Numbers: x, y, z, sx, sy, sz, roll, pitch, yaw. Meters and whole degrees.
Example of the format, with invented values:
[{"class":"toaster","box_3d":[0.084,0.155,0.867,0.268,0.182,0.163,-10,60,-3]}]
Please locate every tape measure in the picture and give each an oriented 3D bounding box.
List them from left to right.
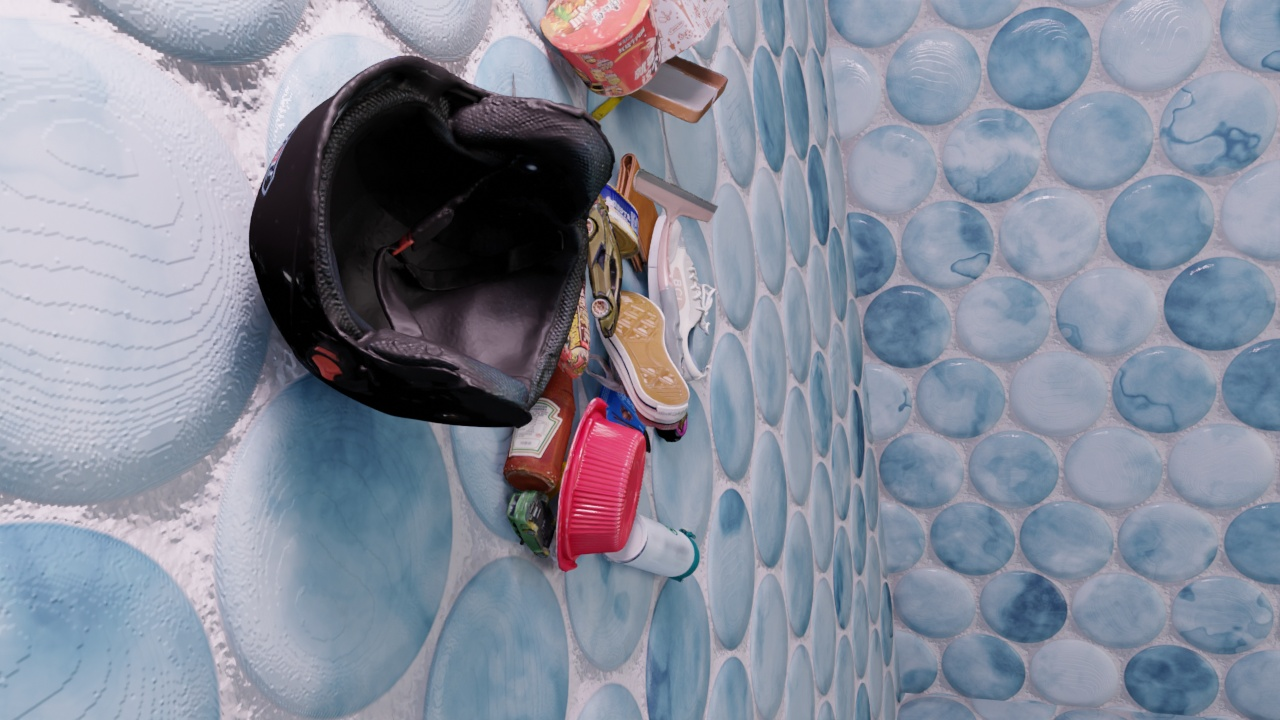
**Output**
[{"class":"tape measure","box_3d":[0.046,0.086,1.329,0.057,0.039,0.057,56,37,-49]}]

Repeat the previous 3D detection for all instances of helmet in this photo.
[{"class":"helmet","box_3d":[-0.155,-0.075,0.646,0.274,0.231,0.233,45,53,-46]}]

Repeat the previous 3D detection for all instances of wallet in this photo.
[{"class":"wallet","box_3d":[-0.007,-0.194,1.249,0.131,0.035,0.118,64,35,-55]}]

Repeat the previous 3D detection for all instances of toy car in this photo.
[{"class":"toy car","box_3d":[-0.111,0.169,0.951,0.091,0.036,0.043,72,28,-50]},{"class":"toy car","box_3d":[-0.041,-0.101,0.990,0.070,0.042,0.158,-82,164,-73]}]

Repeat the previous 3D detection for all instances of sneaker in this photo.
[{"class":"sneaker","box_3d":[-0.007,0.007,1.113,0.240,0.118,0.088,-113,-146,-46]},{"class":"sneaker","box_3d":[0.061,-0.087,1.296,0.089,0.091,0.242,0,90,-81]}]

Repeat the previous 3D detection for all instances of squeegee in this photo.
[{"class":"squeegee","box_3d":[0.040,-0.102,1.208,0.247,0.040,0.249,6,83,-63]}]

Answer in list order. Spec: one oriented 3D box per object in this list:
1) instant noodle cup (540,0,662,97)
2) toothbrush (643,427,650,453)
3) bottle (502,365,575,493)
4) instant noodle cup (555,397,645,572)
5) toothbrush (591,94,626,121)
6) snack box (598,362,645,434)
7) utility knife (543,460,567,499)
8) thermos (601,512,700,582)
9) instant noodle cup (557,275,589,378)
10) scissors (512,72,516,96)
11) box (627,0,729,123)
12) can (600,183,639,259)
[{"class":"instant noodle cup","box_3d":[-0.036,-0.393,1.100,0.108,0.138,0.137,52,40,-62]},{"class":"toothbrush","box_3d":[-0.017,0.044,1.229,0.014,0.017,0.189,-59,137,-59]},{"class":"bottle","box_3d":[-0.096,0.041,0.982,0.060,0.060,0.205,58,36,-48]},{"class":"instant noodle cup","box_3d":[-0.038,0.142,1.022,0.193,0.066,0.194,12,89,-82]},{"class":"toothbrush","box_3d":[-0.027,-0.359,1.254,0.189,0.017,0.016,-58,138,-54]},{"class":"snack box","box_3d":[-0.019,0.050,1.181,0.084,0.026,0.156,52,43,-43]},{"class":"utility knife","box_3d":[-0.089,0.132,1.037,0.164,0.015,0.033,-16,108,-68]},{"class":"thermos","box_3d":[0.020,0.245,1.210,0.224,0.073,0.073,39,52,-61]},{"class":"instant noodle cup","box_3d":[-0.107,-0.086,0.909,0.189,0.079,0.164,68,17,-56]},{"class":"scissors","box_3d":[-0.134,-0.223,0.987,0.174,0.014,0.159,-53,133,-59]},{"class":"box","box_3d":[0.051,-0.420,1.273,0.181,0.154,0.182,53,35,-20]},{"class":"can","box_3d":[-0.049,-0.168,1.101,0.148,0.075,0.049,31,56,-62]}]
